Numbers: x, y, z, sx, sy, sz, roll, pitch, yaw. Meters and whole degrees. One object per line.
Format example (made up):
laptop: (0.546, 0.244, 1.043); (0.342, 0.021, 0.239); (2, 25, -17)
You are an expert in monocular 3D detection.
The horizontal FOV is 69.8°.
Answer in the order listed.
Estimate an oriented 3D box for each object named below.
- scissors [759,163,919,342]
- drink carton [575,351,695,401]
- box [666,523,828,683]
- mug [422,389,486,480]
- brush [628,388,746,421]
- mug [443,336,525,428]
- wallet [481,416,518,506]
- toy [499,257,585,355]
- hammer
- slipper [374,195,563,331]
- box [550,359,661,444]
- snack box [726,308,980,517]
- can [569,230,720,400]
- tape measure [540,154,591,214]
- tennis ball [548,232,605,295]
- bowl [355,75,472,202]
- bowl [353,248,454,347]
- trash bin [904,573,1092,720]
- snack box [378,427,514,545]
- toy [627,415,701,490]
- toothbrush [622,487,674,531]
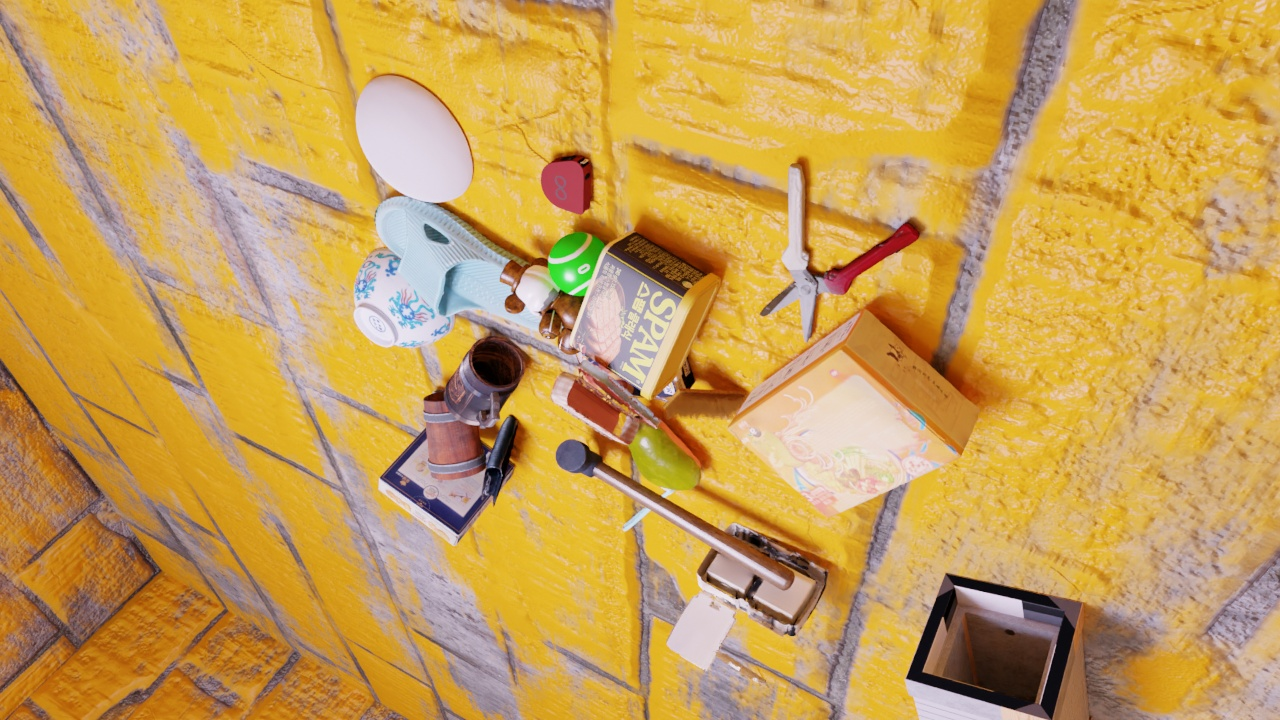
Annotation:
scissors: (0.159, -0.094, 0.815); (0.199, 0.015, 0.179); (-10, 124, 46)
drink carton: (-0.006, 0.006, 1.036); (0.130, 0.040, 0.064); (9, 135, 32)
box: (0.129, 0.306, 1.128); (0.143, 0.179, 0.080); (24, 143, 28)
mug: (-0.272, 0.100, 1.310); (0.117, 0.081, 0.111); (19, 118, 63)
brush: (0.051, 0.047, 0.986); (0.126, 0.017, 0.049); (3, 151, -24)
mug: (-0.199, 0.042, 1.177); (0.080, 0.115, 0.107); (6, 151, -25)
wallet: (-0.201, 0.143, 1.303); (0.026, 0.089, 0.115); (17, 141, -3)
toy: (-0.098, -0.067, 0.992); (0.112, 0.087, 0.067); (29, 153, 5)
hammer: (0.046, 0.193, 1.140); (0.322, 0.040, 0.129); (28, 175, 17)
slipper: (-0.206, -0.102, 1.064); (0.276, 0.069, 0.116); (29, 140, 11)
box: (-0.032, 0.052, 0.997); (0.067, 0.056, 0.187); (-3, 160, 22)
snack box: (0.201, 0.053, 0.881); (0.145, 0.080, 0.196); (41, 143, -4)
can: (0.002, -0.047, 0.920); (0.104, 0.075, 0.135); (32, 125, 13)
tape measure: (-0.073, -0.179, 0.910); (0.051, 0.019, 0.059); (24, 134, 21)
tennis ball: (-0.063, -0.100, 0.947); (0.065, 0.065, 0.065); (22, 141, 19)
bowl: (-0.253, -0.227, 0.986); (0.150, 0.043, 0.150); (22, 141, 19)
bowl: (-0.322, -0.065, 1.189); (0.144, 0.074, 0.144); (22, 141, 19)
trash bin: (0.405, 0.384, 1.017); (0.143, 0.142, 0.247); (6, 133, 35)
snack box: (-0.286, 0.173, 1.356); (0.144, 0.144, 0.043); (35, 144, 4)
toy: (0.024, 0.112, 1.112); (0.090, 0.051, 0.110); (4, 136, 46)
toothbrush: (0.009, 0.200, 1.251); (0.016, 0.016, 0.181); (35, 143, -2)
